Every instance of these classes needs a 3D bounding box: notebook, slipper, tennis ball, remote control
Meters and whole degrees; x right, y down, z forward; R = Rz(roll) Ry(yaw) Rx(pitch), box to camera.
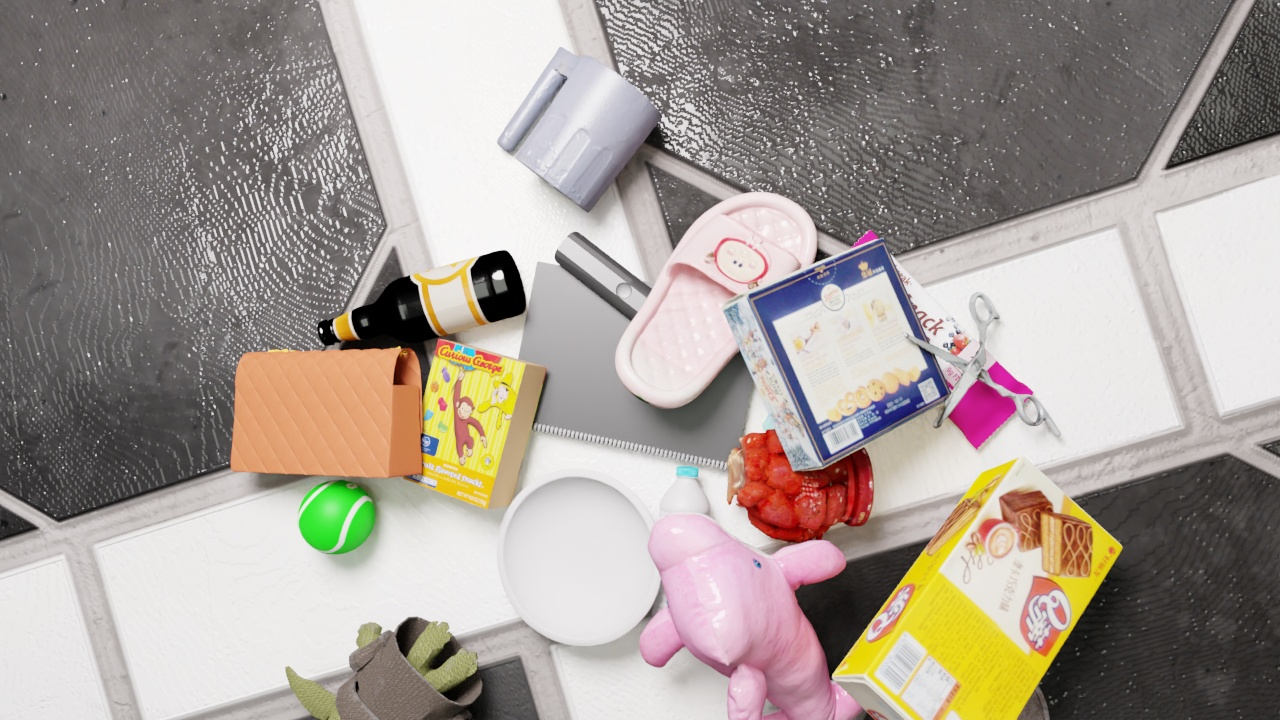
[{"bbox_3d":[-0.005,0.005,0.810,0.207,0.016,0.149,11,90,6],"label":"notebook"},{"bbox_3d":[0.061,-0.056,0.763,0.107,0.056,0.221,37,74,8],"label":"slipper"},{"bbox_3d":[-0.268,0.138,0.810,0.065,0.065,0.065,0,90,6],"label":"tennis ball"},{"bbox_3d":[-0.010,-0.057,0.796,0.147,0.015,0.033,38,92,6],"label":"remote control"}]

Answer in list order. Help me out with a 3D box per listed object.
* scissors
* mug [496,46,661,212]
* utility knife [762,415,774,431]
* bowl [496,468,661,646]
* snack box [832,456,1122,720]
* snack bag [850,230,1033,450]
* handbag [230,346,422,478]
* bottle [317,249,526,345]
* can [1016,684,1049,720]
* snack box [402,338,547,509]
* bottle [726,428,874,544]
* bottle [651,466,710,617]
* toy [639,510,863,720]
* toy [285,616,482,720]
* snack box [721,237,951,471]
[{"bbox_3d":[0.282,0.012,0.749,0.175,0.014,0.141,29,62,-17],"label":"scissors"},{"bbox_3d":[-0.059,-0.202,0.790,0.124,0.083,0.104,39,96,28],"label":"mug"},{"bbox_3d":[0.154,-0.004,0.793,0.022,0.015,0.165,31,90,-1],"label":"utility knife"},{"bbox_3d":[-0.048,0.167,0.795,0.150,0.043,0.149,-1,88,16],"label":"bowl"},{"bbox_3d":[0.264,0.195,0.712,0.110,0.062,0.229,43,68,4],"label":"snack box"},{"bbox_3d":[0.241,-0.019,0.780,0.070,0.016,0.196,-44,87,-1],"label":"snack bag"},{"bbox_3d":[-0.271,0.044,0.804,0.172,0.060,0.109,-1,88,23],"label":"handbag"},{"bbox_3d":[-0.195,-0.046,0.806,0.182,0.059,0.059,-15,88,6],"label":"bottle"},{"bbox_3d":[0.265,0.295,0.761,0.130,0.044,0.130,0,90,1],"label":"can"},{"bbox_3d":[-0.144,0.054,0.799,0.088,0.040,0.126,15,91,22],"label":"snack box"},{"bbox_3d":[0.127,0.108,0.762,0.111,0.099,0.099,2,90,-8],"label":"bottle"},{"bbox_3d":[0.036,0.160,0.790,0.044,0.044,0.136,4,90,6],"label":"bottle"},{"bbox_3d":[0.089,0.229,0.712,0.187,0.127,0.265,-31,117,15],"label":"toy"},{"bbox_3d":[-0.208,0.295,0.797,0.179,0.078,0.153,45,102,4],"label":"toy"},{"bbox_3d":[0.158,-0.006,0.727,0.144,0.043,0.145,-23,88,-24],"label":"snack box"}]
